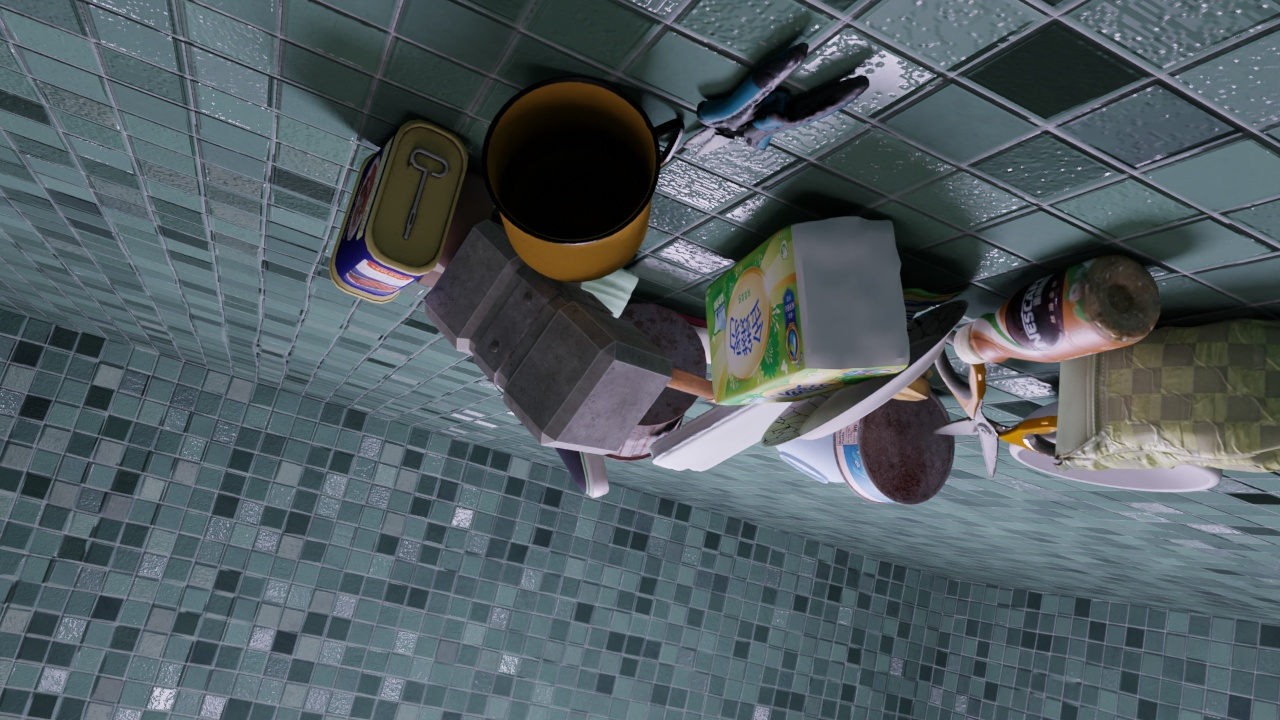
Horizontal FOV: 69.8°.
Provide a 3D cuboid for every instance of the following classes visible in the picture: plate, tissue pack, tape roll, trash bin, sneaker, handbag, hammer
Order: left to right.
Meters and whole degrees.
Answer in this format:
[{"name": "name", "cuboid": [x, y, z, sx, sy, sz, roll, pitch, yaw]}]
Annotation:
[{"name": "tape roll", "cuboid": [-0.142, -0.099, 0.706, 0.030, 0.093, 0.094, 19, 166, -22]}, {"name": "sneaker", "cuboid": [-0.101, 0.030, 0.890, 0.079, 0.235, 0.084, -22, 174, -13]}, {"name": "trash bin", "cuboid": [-0.007, 0.030, 0.976, 0.131, 0.130, 0.211, 14, 164, -2]}, {"name": "hammer", "cuboid": [-0.005, 0.004, 0.736, 0.163, 0.083, 0.317, 43, -166, 31]}, {"name": "tissue pack", "cuboid": [0.146, -0.030, 0.688, 0.141, 0.120, 0.198, -2, 177, -14]}, {"name": "plate", "cuboid": [0.175, 0.016, 0.711, 0.016, 0.188, 0.189, 53, 163, -1]}, {"name": "handbag", "cuboid": [0.395, 0.031, 0.665, 0.116, 0.113, 0.187, 15, 169, -39]}]

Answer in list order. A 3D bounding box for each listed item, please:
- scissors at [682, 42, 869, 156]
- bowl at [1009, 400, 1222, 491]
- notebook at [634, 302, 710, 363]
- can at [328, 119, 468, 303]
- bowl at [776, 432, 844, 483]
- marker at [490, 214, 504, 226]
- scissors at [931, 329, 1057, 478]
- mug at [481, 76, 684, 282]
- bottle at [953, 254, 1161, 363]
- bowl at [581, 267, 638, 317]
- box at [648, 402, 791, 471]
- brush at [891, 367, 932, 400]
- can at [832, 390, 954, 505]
[{"name": "scissors", "cuboid": [0.069, -0.135, 0.504, 0.144, 0.019, 0.126, 10, 167, 25]}, {"name": "bowl", "cuboid": [0.444, 0.070, 0.861, 0.176, 0.066, 0.177, 13, 167, 3]}, {"name": "notebook", "cuboid": [0.091, -0.014, 1.002, 0.209, 0.012, 0.153, 13, 166, 1]}, {"name": "can", "cuboid": [-0.174, -0.107, 0.663, 0.056, 0.116, 0.092, 21, 163, -28]}, {"name": "bowl", "cuboid": [0.216, 0.101, 1.116, 0.150, 0.074, 0.150, 32, 173, 4]}, {"name": "marker", "cuboid": [-0.083, -0.108, 0.768, 0.124, 0.021, 0.017, 11, 166, 20]}, {"name": "scissors", "cuboid": [0.314, 0.047, 0.837, 0.216, 0.016, 0.225, 46, 165, -8]}, {"name": "mug", "cuboid": [-0.030, -0.110, 0.565, 0.123, 0.100, 0.094, -26, 171, -6]}, {"name": "bottle", "cuboid": [0.281, -0.026, 0.646, 0.059, 0.059, 0.167, 17, 167, -11]}, {"name": "bowl", "cuboid": [-0.083, -0.057, 0.806, 0.151, 0.077, 0.151, 14, 179, 0]}, {"name": "box", "cuboid": [0.123, 0.063, 0.975, 0.209, 0.037, 0.189, -29, 157, 11]}, {"name": "brush", "cuboid": [0.200, -0.006, 0.851, 0.195, 0.043, 0.059, 22, 164, -28]}, {"name": "can", "cuboid": [0.270, 0.087, 0.975, 0.130, 0.129, 0.044, 20, 166, -23]}]
